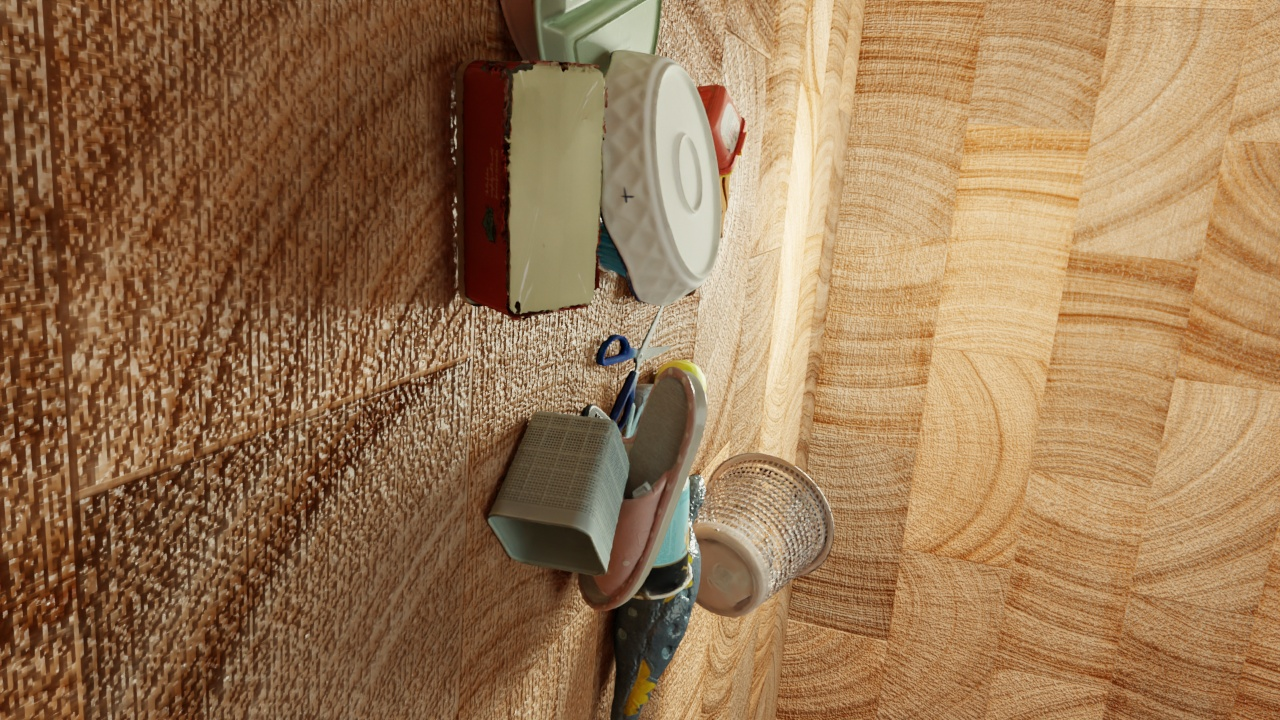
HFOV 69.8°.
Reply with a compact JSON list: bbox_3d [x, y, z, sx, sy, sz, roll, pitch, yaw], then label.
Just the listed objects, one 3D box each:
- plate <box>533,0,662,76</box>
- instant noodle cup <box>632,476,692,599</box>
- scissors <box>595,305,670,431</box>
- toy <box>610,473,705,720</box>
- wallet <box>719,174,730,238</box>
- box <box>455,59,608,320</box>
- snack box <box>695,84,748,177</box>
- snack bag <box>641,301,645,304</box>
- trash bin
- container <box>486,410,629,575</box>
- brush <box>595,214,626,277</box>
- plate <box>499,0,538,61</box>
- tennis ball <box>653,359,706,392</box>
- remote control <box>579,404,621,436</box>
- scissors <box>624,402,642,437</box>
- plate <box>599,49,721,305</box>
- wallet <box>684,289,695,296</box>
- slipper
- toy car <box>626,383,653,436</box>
[{"bbox_3d":[-0.025,-0.288,0.718,0.230,0.027,0.230,10,89,-72],"label":"plate"},{"bbox_3d":[0.007,0.174,0.981,0.111,0.111,0.121,-46,147,-62],"label":"instant noodle cup"},{"bbox_3d":[-0.007,0.004,1.001,0.175,0.012,0.162,5,101,-65],"label":"scissors"},{"bbox_3d":[0.023,0.296,1.150,0.138,0.091,0.355,90,17,-66],"label":"toy"},{"bbox_3d":[0.095,-0.239,1.185,0.108,0.031,0.131,70,26,-48],"label":"wallet"},{"bbox_3d":[-0.068,-0.116,0.624,0.091,0.077,0.168,-14,115,-42],"label":"box"},{"bbox_3d":[0.077,-0.267,1.068,0.080,0.082,0.091,58,41,-50],"label":"snack box"},{"bbox_3d":[0.013,-0.085,1.033,0.104,0.026,0.048,-20,98,-70],"label":"snack bag"},{"bbox_3d":[0.159,0.283,1.415,0.191,0.228,0.228,-33,131,-51],"label":"trash bin"},{"bbox_3d":[-0.063,0.110,0.784,0.090,0.090,0.111,75,26,-52],"label":"container"},{"bbox_3d":[-0.034,-0.109,0.789,0.314,0.109,0.060,14,93,-81],"label":"brush"},{"bbox_3d":[-0.053,-0.331,0.702,0.229,0.028,0.229,10,89,-73],"label":"plate"},{"bbox_3d":[0.049,0.032,1.141,0.065,0.065,0.065,9,89,-73],"label":"tennis ball"},{"bbox_3d":[-0.046,0.079,0.928,0.136,0.024,0.053,58,45,-67],"label":"remote control"},{"bbox_3d":[-0.024,0.109,1.011,0.093,0.017,0.137,-24,129,-63],"label":"scissors"},{"bbox_3d":[0.021,-0.146,0.735,0.204,0.046,0.205,-5,90,-70],"label":"plate"},{"bbox_3d":[0.055,-0.144,1.135,0.124,0.032,0.101,47,51,-71],"label":"wallet"},{"bbox_3d":[-0.013,0.127,0.873,0.275,0.054,0.114,-66,-148,25],"label":"slipper"},{"bbox_3d":[0.003,0.071,1.058,0.034,0.043,0.090,16,79,-45],"label":"toy car"}]
